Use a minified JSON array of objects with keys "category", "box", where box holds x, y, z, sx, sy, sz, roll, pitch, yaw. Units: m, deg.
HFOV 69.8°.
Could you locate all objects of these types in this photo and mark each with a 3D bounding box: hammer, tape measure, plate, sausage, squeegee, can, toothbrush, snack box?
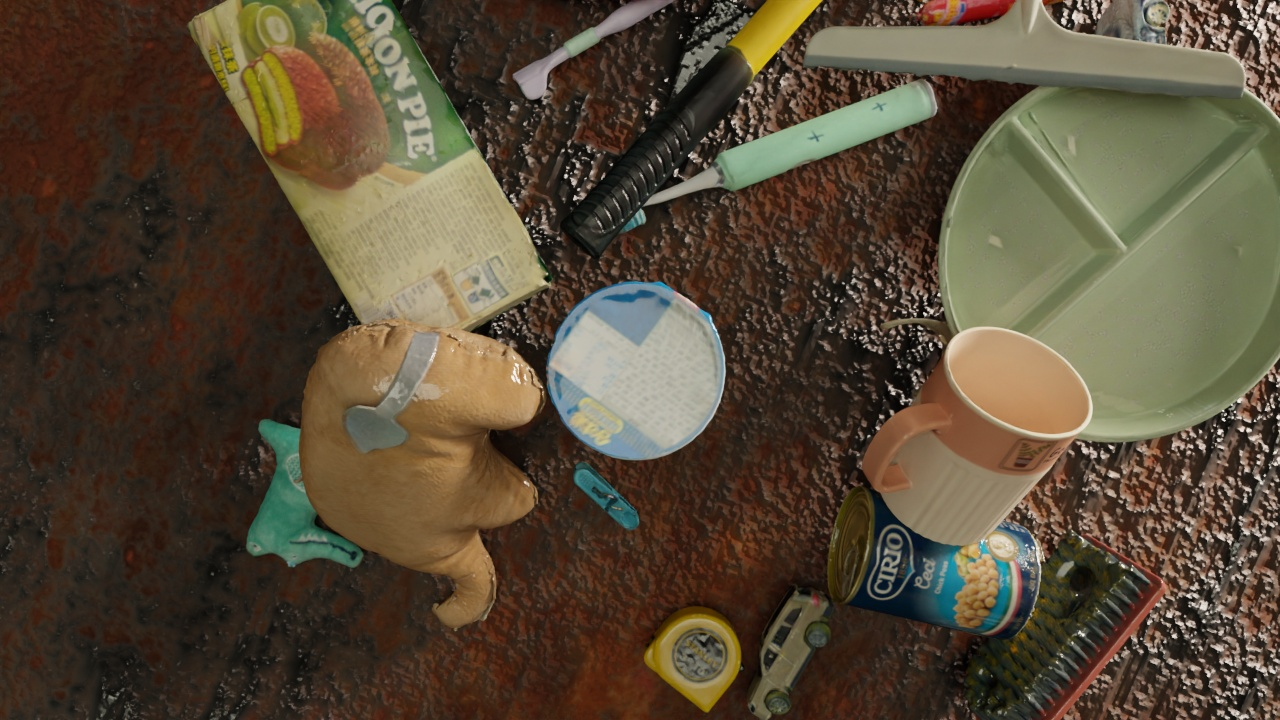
[{"category":"hammer","box":[0.059,-0.184,0.570,0.129,0.033,0.300,42,85,-8]},{"category":"tape measure","box":[0.037,0.190,0.601,0.060,0.029,0.057,39,91,-2]},{"category":"plate","box":[0.292,-0.065,0.559,0.230,0.027,0.230,0,98,0]},{"category":"sausage","box":[0.250,-0.239,0.598,0.156,0.020,0.020,-14,92,-1]},{"category":"squeegee","box":[0.233,-0.280,0.549,0.246,0.039,0.246,6,73,5]},{"category":"can","box":[0.184,0.128,0.579,0.111,0.075,0.075,13,91,-3]},{"category":"toothbrush","box":[0.002,-0.225,0.592,0.189,0.021,0.029,-32,60,-1]},{"category":"toothbrush","box":[0.083,-0.131,0.593,0.224,0.026,0.027,-20,95,-1]},{"category":"snack box","box":[-0.161,-0.124,0.569,0.114,0.063,0.240,-31,92,-1]}]

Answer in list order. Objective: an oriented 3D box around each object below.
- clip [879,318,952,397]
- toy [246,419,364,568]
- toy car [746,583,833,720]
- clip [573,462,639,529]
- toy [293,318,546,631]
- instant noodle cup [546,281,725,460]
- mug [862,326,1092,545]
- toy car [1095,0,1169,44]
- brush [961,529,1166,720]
[{"category":"clip","box":[0.213,-0.017,0.597,0.098,0.034,0.064,-28,93,3]},{"category":"toy","box":[-0.216,0.094,0.593,0.096,0.030,0.092,27,96,-9]},{"category":"toy car","box":[0.094,0.190,0.596,0.035,0.042,0.090,28,90,7]},{"category":"clip","box":[-0.022,0.089,0.600,0.056,0.041,0.014,43,92,-5]},{"category":"toy","box":[-0.133,0.072,0.548,0.143,0.082,0.226,11,129,2]},{"category":"instant noodle cup","box":[-0.003,0.003,0.553,0.099,0.110,0.099,0,93,-2]},{"category":"mug","box":[0.180,0.048,0.525,0.114,0.106,0.081,-9,49,-23]},{"category":"toy car","box":[0.312,-0.183,0.586,0.031,0.049,0.105,-6,92,-7]},{"category":"brush","box":[0.271,0.187,0.594,0.069,0.063,0.146,36,92,-32]}]
